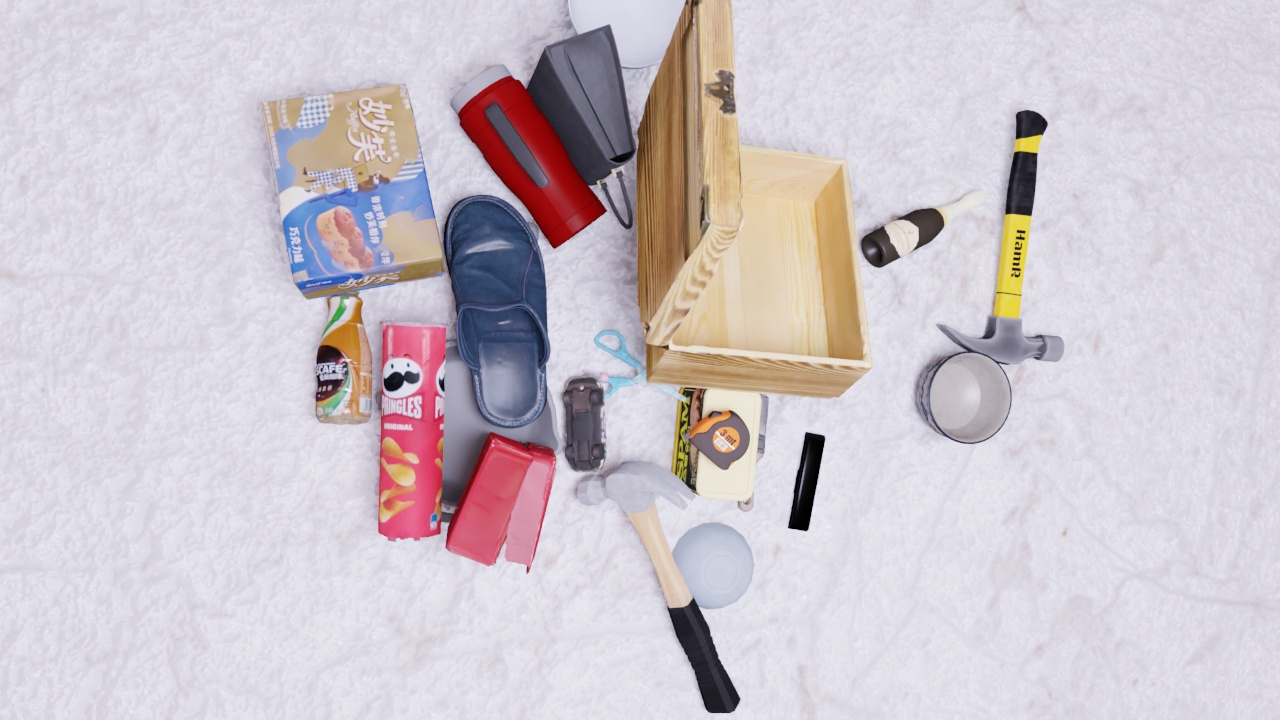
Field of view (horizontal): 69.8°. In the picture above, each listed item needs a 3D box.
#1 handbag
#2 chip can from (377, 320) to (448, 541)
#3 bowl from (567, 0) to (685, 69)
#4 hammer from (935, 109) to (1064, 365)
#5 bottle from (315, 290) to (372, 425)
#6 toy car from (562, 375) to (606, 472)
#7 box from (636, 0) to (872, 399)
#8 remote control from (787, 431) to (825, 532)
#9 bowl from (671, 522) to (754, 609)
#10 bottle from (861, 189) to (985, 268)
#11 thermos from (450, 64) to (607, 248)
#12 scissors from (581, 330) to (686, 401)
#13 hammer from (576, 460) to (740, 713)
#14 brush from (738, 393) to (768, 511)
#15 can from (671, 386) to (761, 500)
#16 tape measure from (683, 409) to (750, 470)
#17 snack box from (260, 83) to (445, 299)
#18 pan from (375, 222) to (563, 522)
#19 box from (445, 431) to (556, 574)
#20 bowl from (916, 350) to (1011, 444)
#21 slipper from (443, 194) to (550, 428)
[{"bbox_3d":[-0.048,-0.239,1.012,0.072,0.176,0.196,-23,98,-11],"label":"handbag"},{"bbox_3d":[-0.248,0.075,0.994,0.073,0.073,0.233,1,90,-12],"label":"chip can"},{"bbox_3d":[-0.018,-0.401,1.066,0.144,0.074,0.144,0,90,-12],"label":"bowl"},{"bbox_3d":[0.478,-0.156,1.180,0.169,0.034,0.324,5,95,-10],"label":"hammer"},{"bbox_3d":[-0.326,-0.014,1.012,0.059,0.059,0.167,0,81,-12],"label":"bottle"},{"bbox_3d":[-0.063,0.074,1.074,0.048,0.040,0.112,-3,87,18],"label":"toy car"},{"bbox_3d":[0.118,-0.155,0.929,0.286,0.337,0.278,4,67,-10],"label":"box"},{"bbox_3d":[0.208,0.152,1.147,0.028,0.012,0.124,11,88,-12],"label":"remote control"},{"bbox_3d":[0.091,0.252,1.108,0.106,0.039,0.106,0,90,-12],"label":"bowl"},{"bbox_3d":[0.365,-0.174,1.164,0.184,0.045,0.045,-27,95,-18],"label":"bottle"},{"bbox_3d":[-0.126,-0.227,1.027,0.084,0.108,0.198,-35,97,6],"label":"thermos"},{"bbox_3d":[-0.003,0.005,1.086,0.142,0.015,0.095,3,81,3],"label":"scissors"},{"bbox_3d":[0.041,0.270,1.075,0.131,0.039,0.328,-14,104,33],"label":"hammer"},{"bbox_3d":[0.135,0.111,1.131,0.039,0.012,0.151,6,89,-12],"label":"brush"},{"bbox_3d":[0.089,0.093,1.074,0.075,0.104,0.135,6,89,-12],"label":"can"},{"bbox_3d":[0.088,0.082,1.002,0.058,0.038,0.059,42,96,-9],"label":"tape measure"},{"bbox_3d":[-0.307,-0.182,0.990,0.155,0.069,0.202,-11,81,-12],"label":"snack box"},{"bbox_3d":[-0.178,0.011,1.059,0.216,0.024,0.354,17,87,-11],"label":"pan"},{"bbox_3d":[-0.146,0.146,0.974,0.097,0.158,0.129,19,85,-6],"label":"box"},{"bbox_3d":[0.402,0.046,1.163,0.115,0.059,0.115,0,90,-12],"label":"bowl"},{"bbox_3d":[-0.152,-0.056,1.009,0.109,0.083,0.265,-7,90,-9],"label":"slipper"}]
